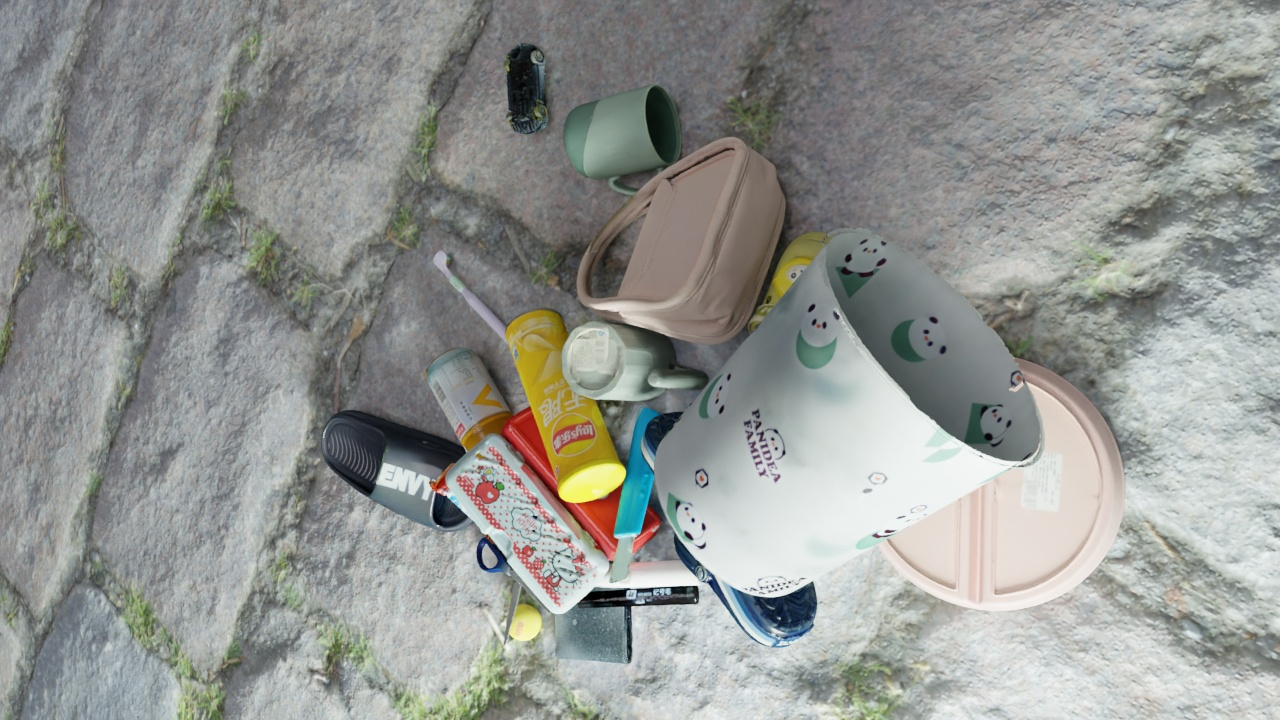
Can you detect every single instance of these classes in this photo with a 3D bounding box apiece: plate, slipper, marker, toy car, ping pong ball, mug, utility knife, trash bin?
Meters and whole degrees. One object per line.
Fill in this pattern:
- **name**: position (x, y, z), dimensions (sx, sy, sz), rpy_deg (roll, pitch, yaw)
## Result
- **plate**: position (0.301, 0.108, 0.815), dimensions (0.230, 0.028, 0.229), rpy_deg (-2, 87, 29)
- **slipper**: position (0.149, -0.029, 0.878), dimensions (0.092, 0.081, 0.191), rpy_deg (22, 102, 26)
- **marker**: position (-0.003, 0.251, 0.970), dimensions (0.132, 0.022, 0.020), rpy_deg (-7, 70, 16)
- **toy car**: position (-0.132, -0.317, 1.074), dimensions (0.049, 0.031, 0.105), rpy_deg (-5, 87, 29)
- **ping pong ball**: position (-0.133, 0.298, 1.046), dimensions (0.040, 0.040, 0.040), rpy_deg (-1, 87, 29)
- **mug**: position (-0.017, -0.229, 0.985), dimensions (0.106, 0.082, 0.112), rpy_deg (-6, 116, 29)
- **mug**: position (-0.006, 0.006, 0.950), dimensions (0.124, 0.103, 0.084), rpy_deg (16, 95, 30)
- **slipper**: position (-0.309, 0.137, 1.126), dimensions (0.268, 0.083, 0.111), rpy_deg (19, 99, 26)
- **utility knife**: position (-0.005, 0.138, 0.949), dimensions (0.034, 0.018, 0.191), rpy_deg (7, 64, 14)
- **slipper**: position (0.084, 0.165, 0.903), dimensions (0.252, 0.105, 0.095), rpy_deg (59, 141, 24)
- **trash bin**: position (0.156, 0.058, 0.768), dimensions (0.253, 0.229, 0.229), rpy_deg (-48, 66, 35)

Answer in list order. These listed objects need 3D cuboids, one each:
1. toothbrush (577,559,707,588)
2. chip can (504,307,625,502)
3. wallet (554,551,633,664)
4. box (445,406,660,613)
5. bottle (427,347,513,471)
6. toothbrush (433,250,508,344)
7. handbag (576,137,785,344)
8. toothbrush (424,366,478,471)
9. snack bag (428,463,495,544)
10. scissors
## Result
- **toothbrush**: position (-0.028, 0.229, 0.979), dimensions (0.221, 0.026, 0.026), rpy_deg (-10, 74, 30)
- **chip can**: position (-0.083, 0.044, 0.980), dimensions (0.072, 0.072, 0.213), rpy_deg (-38, 55, 23)
- **wallet**: position (-0.055, 0.272, 1.017), dimensions (0.097, 0.019, 0.120), rpy_deg (-5, 83, 29)
- **box**: position (-0.094, 0.148, 0.978), dimensions (0.160, 0.060, 0.201), rpy_deg (-37, 71, -21)
- **bottle**: position (-0.181, 0.074, 1.066), dimensions (0.068, 0.068, 0.189), rpy_deg (-40, 71, 22)
- **toothbrush**: position (-0.190, -0.064, 1.106), dimensions (0.189, 0.021, 0.029), rpy_deg (46, 147, 21)
- **handbag**: position (0.021, -0.113, 0.931), dimensions (0.235, 0.093, 0.193), rpy_deg (-2, 59, 43)
- **toothbrush**: position (-0.217, 0.078, 1.105), dimensions (0.191, 0.016, 0.018), rpy_deg (55, 131, 27)
- **snack bag**: position (-0.195, 0.164, 1.063), dimensions (0.105, 0.026, 0.045), rpy_deg (42, 97, -4)
- **scissors**: position (-0.139, 0.231, 1.038), dimensions (0.163, 0.012, 0.175), rpy_deg (0, 67, 46)
